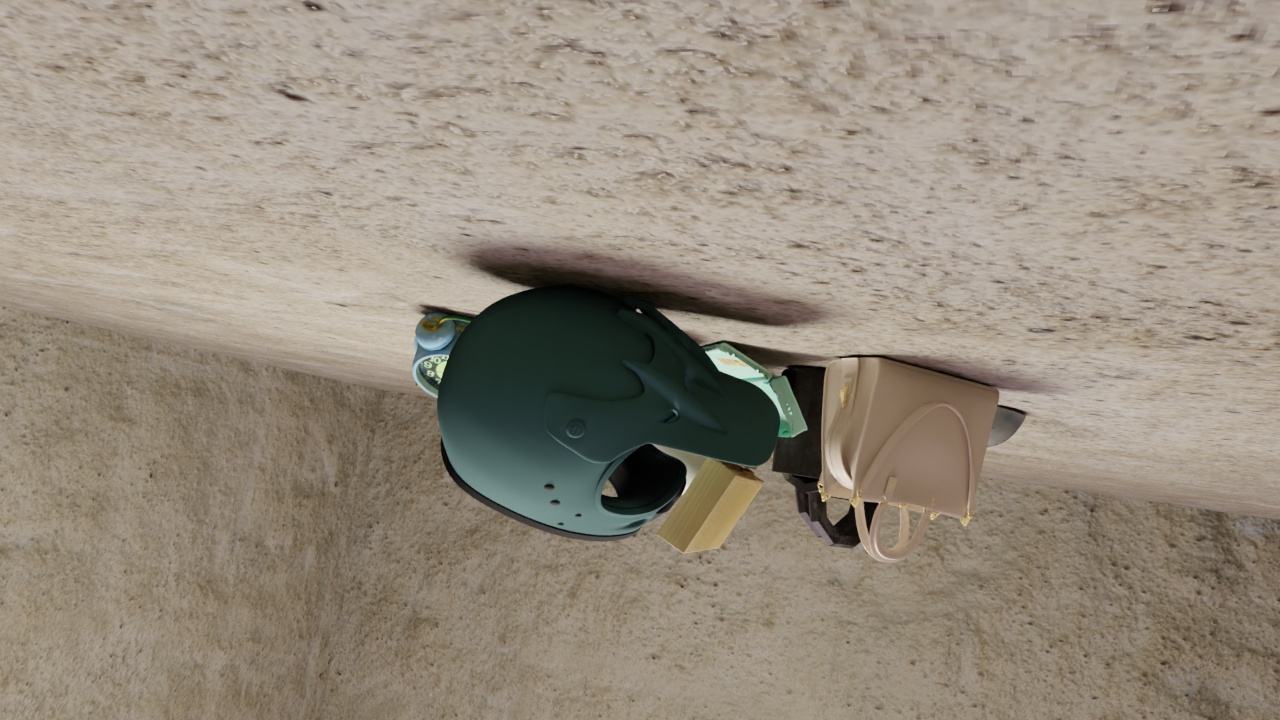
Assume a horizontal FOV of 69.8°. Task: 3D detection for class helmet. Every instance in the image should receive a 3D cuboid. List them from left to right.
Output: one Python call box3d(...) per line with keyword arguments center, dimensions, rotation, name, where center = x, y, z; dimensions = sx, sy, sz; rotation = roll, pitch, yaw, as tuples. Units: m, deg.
box3d(center=(-0.033, 0.040, 0.800), dimensions=(0.274, 0.201, 0.176), rotation=(25, -147, -18), name="helmet")

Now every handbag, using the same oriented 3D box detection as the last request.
box3d(center=(0.247, 0.122, 1.090), dimensions=(0.197, 0.199, 0.102), rotation=(13, 172, -39), name="handbag")
box3d(center=(0.271, 0.109, 0.947), dimensions=(0.194, 0.197, 0.101), rotation=(13, 173, -28), name="handbag")

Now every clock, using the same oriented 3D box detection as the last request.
box3d(center=(-0.219, -0.009, 1.113), dimensions=(0.118, 0.059, 0.162), rotation=(13, 142, -6), name="clock")

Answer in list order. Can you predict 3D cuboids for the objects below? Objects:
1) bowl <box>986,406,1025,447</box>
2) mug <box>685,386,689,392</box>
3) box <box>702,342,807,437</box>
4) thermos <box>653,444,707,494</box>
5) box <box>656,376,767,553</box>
box3d(center=(0.410, 0.087, 1.177), dimensions=(0.151, 0.056, 0.151), rotation=(9, 173, 1), name="bowl")
box3d(center=(0.021, 0.025, 0.987), dimensions=(0.087, 0.088, 0.114), rotation=(9, 152, -14), name="mug")
box3d(center=(0.111, 0.031, 1.056), dimensions=(0.139, 0.052, 0.187), rotation=(54, 165, -7), name="box")
box3d(center=(0.016, 0.114, 1.357), dimensions=(0.222, 0.131, 0.131), rotation=(34, -178, 18), name="thermos")
box3d(center=(0.129, 0.146, 1.273), dimensions=(0.068, 0.253, 0.247), rotation=(24, 178, 17), name="box")
